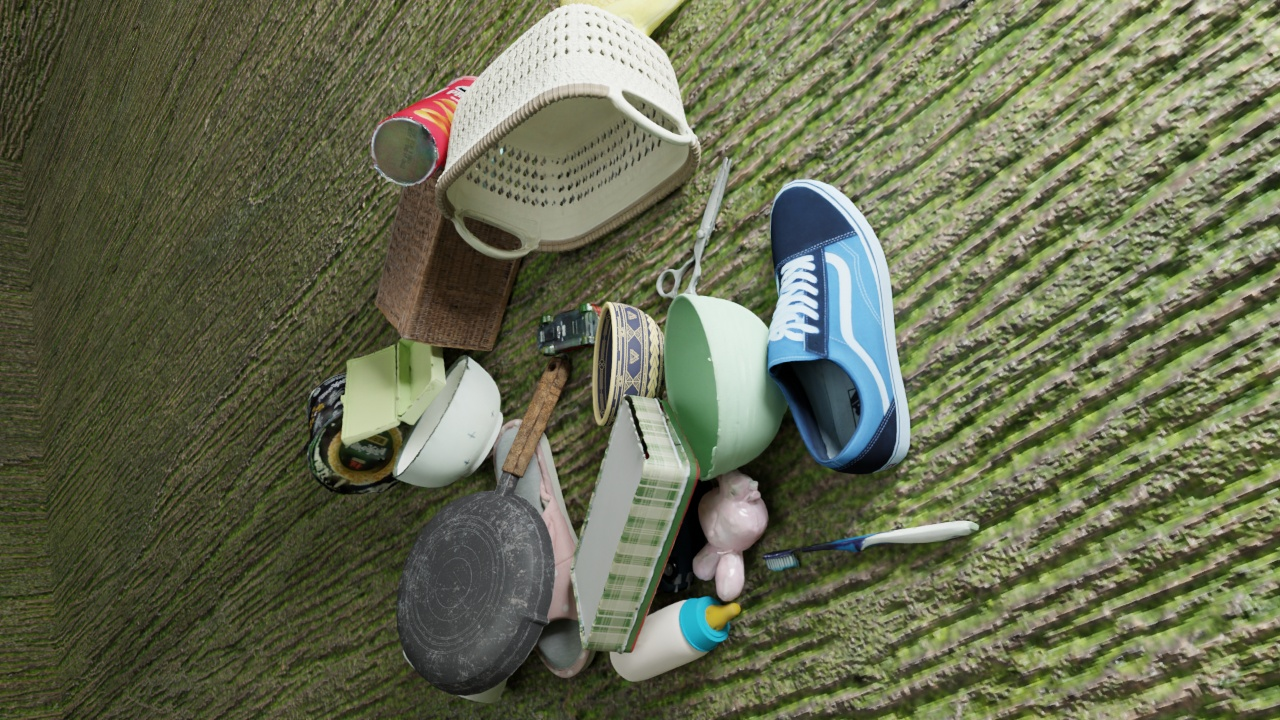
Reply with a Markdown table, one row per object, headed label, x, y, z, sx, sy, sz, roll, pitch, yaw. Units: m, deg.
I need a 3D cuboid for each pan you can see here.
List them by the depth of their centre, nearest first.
| label | x | y | z | sx | sy | sz | roll | pitch | yaw |
| --- | --- | --- | --- | --- | --- | --- | --- | --- | --- |
| pan | -0.146 | 0.152 | 0.922 | 0.208 | 0.040 | 0.356 | 10 | 76 | 40 |

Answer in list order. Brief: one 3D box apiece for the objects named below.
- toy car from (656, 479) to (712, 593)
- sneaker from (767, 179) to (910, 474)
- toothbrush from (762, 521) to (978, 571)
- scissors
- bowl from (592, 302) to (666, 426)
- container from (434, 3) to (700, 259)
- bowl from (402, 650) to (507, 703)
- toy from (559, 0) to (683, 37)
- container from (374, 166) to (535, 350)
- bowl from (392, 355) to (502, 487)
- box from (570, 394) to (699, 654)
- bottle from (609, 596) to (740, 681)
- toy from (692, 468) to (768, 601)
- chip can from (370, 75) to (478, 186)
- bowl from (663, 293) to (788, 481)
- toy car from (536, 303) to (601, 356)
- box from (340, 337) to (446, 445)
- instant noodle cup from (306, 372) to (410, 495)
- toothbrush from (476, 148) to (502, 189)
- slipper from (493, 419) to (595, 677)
| label | x | y | z | sx | sy | sz | roll | pitch | yaw |
| --- | --- | --- | --- | --- | --- | --- | --- | --- | --- |
| toy car | 0.035 | 0.148 | 0.809 | 0.034 | 0.046 | 0.112 | 9 | 94 | 43 |
| sneaker | 0.134 | -0.034 | 0.687 | 0.084 | 0.098 | 0.241 | -25 | 69 | 40 |
| toothbrush | 0.169 | 0.142 | 0.698 | 0.190 | 0.016 | 0.017 | -22 | 81 | 42 |
| scissors | 0.058 | -0.097 | 0.829 | 0.171 | 0.014 | 0.095 | -54 | 51 | 31 |
| bowl | -0.005 | 0.005 | 0.841 | 0.112 | 0.061 | 0.112 | -177 | 91 | -79 |
| container | -0.071 | -0.208 | 0.859 | 0.247 | 0.184 | 0.142 | -26 | 58 | 39 |
| bowl | -0.186 | 0.306 | 0.977 | 0.116 | 0.116 | 0.065 | 23 | 82 | 44 |
| toy | -0.011 | -0.364 | 0.889 | 0.171 | 0.064 | 0.154 | -4 | 71 | 38 |
| container | -0.213 | -0.120 | 1.033 | 0.113 | 0.113 | 0.199 | 32 | 108 | 45 |
| bowl | -0.204 | 0.077 | 1.011 | 0.154 | 0.073 | 0.153 | -50 | 19 | 24 |
| box | -0.011 | 0.140 | 0.787 | 0.117 | 0.050 | 0.206 | -110 | 34 | -61 |
| bottle | 0.034 | 0.238 | 0.798 | 0.147 | 0.051 | 0.051 | -36 | 62 | 37 |
| toy | 0.075 | 0.143 | 0.769 | 0.063 | 0.047 | 0.110 | 29 | 108 | 51 |
| chip can | -0.211 | -0.247 | 0.970 | 0.073 | 0.073 | 0.232 | -57 | 8 | 25 |
| bowl | 0.073 | 0.018 | 0.743 | 0.151 | 0.077 | 0.151 | 172 | 91 | -78 |
| toy car | -0.069 | -0.029 | 0.934 | 0.091 | 0.036 | 0.042 | -16 | 75 | 44 |
| box | -0.285 | 0.019 | 1.073 | 0.141 | 0.044 | 0.187 | -32 | 31 | 2 |
| instant noodle cup | -0.355 | 0.085 | 1.154 | 0.112 | 0.137 | 0.137 | 45 | 118 | 49 |
| toothbrush | -0.154 | -0.216 | 0.984 | 0.017 | 0.016 | 0.180 | -30 | 31 | 31 |
| slipper | -0.112 | 0.189 | 0.946 | 0.114 | 0.054 | 0.274 | -37 | 60 | 37 |
